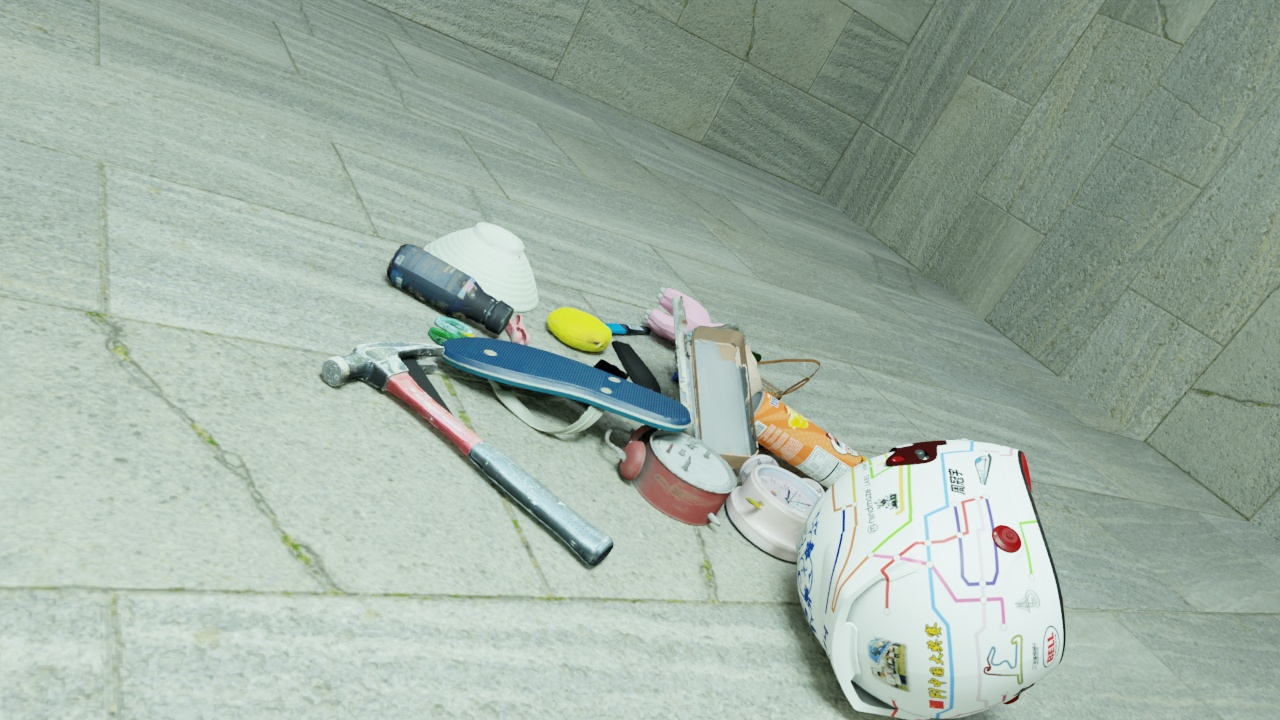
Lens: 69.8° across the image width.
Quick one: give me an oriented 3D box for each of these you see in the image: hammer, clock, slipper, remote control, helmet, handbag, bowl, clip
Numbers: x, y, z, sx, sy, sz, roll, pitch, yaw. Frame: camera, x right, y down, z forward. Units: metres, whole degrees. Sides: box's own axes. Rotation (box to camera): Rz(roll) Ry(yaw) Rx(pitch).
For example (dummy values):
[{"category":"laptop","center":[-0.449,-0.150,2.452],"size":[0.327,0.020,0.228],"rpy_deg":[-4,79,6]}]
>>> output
[{"category":"hammer","center":[-0.154,0.084,0.898],"size":[0.326,0.036,0.140],"rpy_deg":[37,24,17]},{"category":"clock","center":[0.165,0.167,1.080],"size":[0.117,0.059,0.157],"rpy_deg":[30,21,1]},{"category":"slipper","center":[-0.087,0.039,1.045],"size":[0.295,0.060,0.118],"rpy_deg":[18,20,0]},{"category":"remote control","center":[-0.008,0.007,1.286],"size":[0.039,0.010,0.124],"rpy_deg":[15,25,-33]},{"category":"helmet","center":[0.274,0.202,0.902],"size":[0.236,0.231,0.313],"rpy_deg":[-3,21,17]},{"category":"handbag","center":[0.207,0.029,1.414],"size":[0.195,0.043,0.093],"rpy_deg":[-17,40,-39]},{"category":"remote control","center":[-0.050,0.028,1.174],"size":[0.045,0.021,0.140],"rpy_deg":[32,20,3]},{"category":"clock","center":[0.034,0.115,1.028],"size":[0.157,0.062,0.109],"rpy_deg":[30,22,1]},{"category":"bowl","center":[-0.210,-0.146,1.290],"size":[0.177,0.071,0.177],"rpy_deg":[26,22,-11]},{"category":"clip","center":[-0.156,-0.039,1.192],"size":[0.039,0.023,0.059],"rpy_deg":[18,29,-33]}]

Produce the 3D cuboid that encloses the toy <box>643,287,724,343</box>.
[{"category":"toy","center":[0.084,-0.048,1.407],"size":[0.157,0.067,0.123],"rpy_deg":[33,-5,3]}]

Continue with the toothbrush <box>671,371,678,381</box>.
[{"category":"toothbrush","center":[0.101,0.024,1.394],"size":[0.016,0.011,0.186],"rpy_deg":[41,21,27]}]

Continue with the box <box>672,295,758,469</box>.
[{"category":"box","center":[0.091,0.022,1.168],"size":[0.121,0.095,0.216],"rpy_deg":[9,49,-13]}]

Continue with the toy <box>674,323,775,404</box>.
[{"category":"toy","center":[0.125,0.025,1.306],"size":[0.176,0.132,0.076],"rpy_deg":[51,-14,4]}]

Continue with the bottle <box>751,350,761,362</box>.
[{"category":"bottle","center":[0.147,-0.022,1.520],"size":[0.123,0.033,0.033],"rpy_deg":[20,23,-24]}]

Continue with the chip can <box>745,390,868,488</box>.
[{"category":"chip can","center":[0.232,0.122,1.233],"size":[0.210,0.062,0.062],"rpy_deg":[33,21,-7]}]

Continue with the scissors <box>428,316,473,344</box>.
[{"category":"scissors","center":[-0.193,-0.020,1.114],"size":[0.132,0.013,0.078],"rpy_deg":[21,23,-18]}]

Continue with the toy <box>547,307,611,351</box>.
[{"category":"toy","center":[-0.083,-0.044,1.266],"size":[0.095,0.041,0.094],"rpy_deg":[7,26,-43]}]

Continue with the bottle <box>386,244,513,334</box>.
[{"category":"bottle","center":[-0.236,-0.087,1.145],"size":[0.161,0.056,0.056],"rpy_deg":[29,21,-1]}]

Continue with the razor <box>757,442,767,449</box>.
[{"category":"razor","center":[0.181,0.114,1.271],"size":[0.144,0.021,0.044],"rpy_deg":[12,40,-38]}]

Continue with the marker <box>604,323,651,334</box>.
[{"category":"marker","center":[-0.021,-0.046,1.387],"size":[0.018,0.015,0.122],"rpy_deg":[44,23,25]}]
